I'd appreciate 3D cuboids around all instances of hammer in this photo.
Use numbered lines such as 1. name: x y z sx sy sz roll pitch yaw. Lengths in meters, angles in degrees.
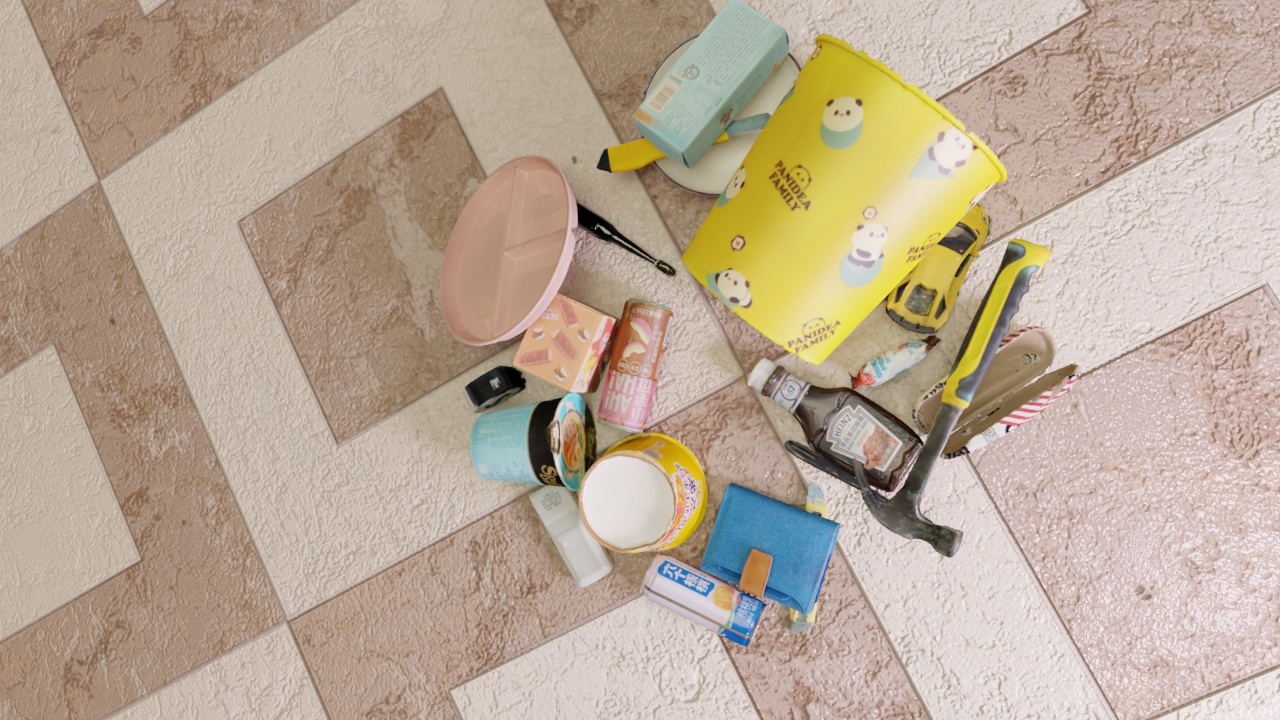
1. hammer: 0.319 0.025 0.919 0.126 0.032 0.323 24 85 31

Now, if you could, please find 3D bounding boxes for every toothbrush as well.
1. toothbrush: 0.236 0.136 0.999 0.181 0.018 0.016 30 99 15
2. toothbrush: -0.048 -0.156 1.078 0.213 0.027 0.026 33 89 14

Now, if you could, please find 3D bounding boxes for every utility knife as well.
1. utility knife: 0.186 0.217 1.011 0.031 0.018 0.167 7 85 9
2. utility knife: 0.050 -0.242 1.020 0.209 0.015 0.033 -11 79 14

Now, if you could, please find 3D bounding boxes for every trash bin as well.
1. trash bin: 0.189 -0.149 0.922 0.229 0.229 0.256 40 104 13

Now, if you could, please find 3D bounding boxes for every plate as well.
1. plate: 0.096 -0.277 1.040 0.193 0.039 0.192 -1 87 14
2. plate: -0.152 -0.124 1.051 0.230 0.028 0.229 -18 63 39

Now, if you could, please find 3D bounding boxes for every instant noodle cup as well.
1. instant noodle cup: -0.001 0.150 1.010 0.138 0.109 0.138 0 88 14
2. instant noodle cup: -0.127 0.095 1.052 0.121 0.111 0.111 -4 86 21

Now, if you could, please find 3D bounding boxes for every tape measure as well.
1. tape measure: -0.175 0.034 1.082 0.066 0.065 0.033 -31 82 10

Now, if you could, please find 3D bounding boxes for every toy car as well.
1. toy car: 0.316 -0.103 0.976 0.071 0.041 0.156 27 93 14

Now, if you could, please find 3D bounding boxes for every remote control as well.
1. remote control: -0.080 0.201 1.072 0.049 0.024 0.125 -33 80 10

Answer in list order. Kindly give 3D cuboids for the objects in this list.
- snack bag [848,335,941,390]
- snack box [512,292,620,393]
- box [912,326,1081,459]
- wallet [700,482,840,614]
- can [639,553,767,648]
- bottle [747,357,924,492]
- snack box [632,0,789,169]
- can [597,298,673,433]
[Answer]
1. snack bag: 0.271 0.002 0.981 0.105 0.045 0.026 -29 93 12
2. snack box: -0.079 -0.020 1.046 0.077 0.092 0.094 25 93 14
3. box: 0.359 0.030 0.943 0.163 0.076 0.088 -38 84 13
4. wallet: 0.140 0.204 1.002 0.133 0.040 0.106 19 91 25
5. can: 0.069 0.264 1.015 0.134 0.053 0.053 23 93 14
6. bottle: 0.206 0.062 0.996 0.195 0.044 0.080 34 97 14
7. snack box: 0.077 -0.298 0.988 0.074 0.051 0.175 40 91 18
8. can: -0.006 0.006 1.044 0.058 0.058 0.147 14 91 14
